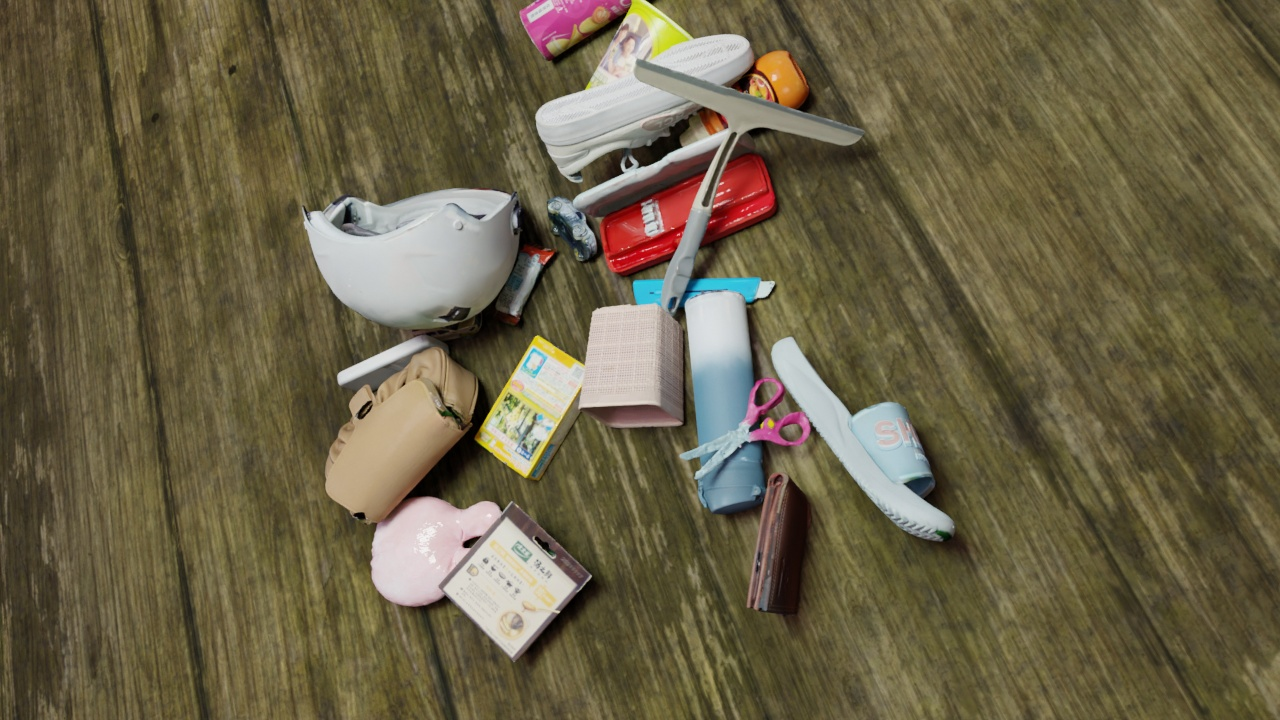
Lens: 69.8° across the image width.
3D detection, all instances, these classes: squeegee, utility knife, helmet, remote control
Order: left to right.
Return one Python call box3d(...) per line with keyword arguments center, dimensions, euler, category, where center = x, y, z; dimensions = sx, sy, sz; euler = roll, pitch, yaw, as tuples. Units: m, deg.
box3d(center=(-0.298, 0.005, 1.107), dimensions=(0.136, 0.056, 0.020), euler=(-23, 66, 17), category="remote control")
box3d(center=(-0.241, -0.114, 1.035), dimensions=(0.229, 0.258, 0.146), euler=(1, 106, 11), category="helmet")
box3d(center=(0.066, -0.074, 0.986), dimensions=(0.159, 0.018, 0.034), euler=(-1, 75, 23), category="utility knife")
box3d(center=(0.067, -0.157, 0.935), dimensions=(0.039, 0.246, 0.247), euler=(-111, 37, -56), category="squeegee")

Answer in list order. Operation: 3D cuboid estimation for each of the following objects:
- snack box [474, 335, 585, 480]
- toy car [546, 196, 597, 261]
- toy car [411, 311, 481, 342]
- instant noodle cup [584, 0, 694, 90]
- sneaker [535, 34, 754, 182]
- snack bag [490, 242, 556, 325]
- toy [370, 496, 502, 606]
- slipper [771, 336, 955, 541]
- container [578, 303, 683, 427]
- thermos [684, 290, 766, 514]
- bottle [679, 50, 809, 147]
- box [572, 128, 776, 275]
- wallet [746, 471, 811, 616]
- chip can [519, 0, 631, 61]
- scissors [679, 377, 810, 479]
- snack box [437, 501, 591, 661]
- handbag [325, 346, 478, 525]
box3d(center=(-0.115, 0.053, 1.025), dimensions=(0.087, 0.033, 0.140), euler=(31, 88, 28), category="snack box")
box3d(center=(-0.078, -0.154, 1.061), dimensions=(0.034, 0.043, 0.090), euler=(-27, 56, -22), category="toy car")
box3d(center=(-0.233, -0.045, 1.104), dimensions=(0.090, 0.035, 0.042), euler=(-10, 73, 19), category="toy car")
box3d(center=(-0.001, -0.327, 1.043), dimensions=(0.111, 0.111, 0.123), euler=(44, 104, 27), category="instant noodle cup")
box3d(center=(0.014, -0.262, 0.976), dimensions=(0.242, 0.091, 0.089), euler=(-24, 44, -2), category="sneaker")
box3d(center=(-0.139, -0.092, 1.078), dimensions=(0.048, 0.026, 0.104), euler=(21, 86, 34), category="snack bag")
box3d(center=(-0.224, 0.209, 1.018), dimensions=(0.160, 0.054, 0.121), euler=(-7, 73, 13), category="toy")
box3d(center=(0.208, 0.063, 0.840), dimensions=(0.074, 0.104, 0.245), euler=(-39, 57, 7), category="slipper")
box3d(center=(-0.006, 0.006, 0.957), dimensions=(0.090, 0.090, 0.110), euler=(-4, 72, 23), category="container")
box3d(center=(0.084, 0.041, 0.919), dimensions=(0.070, 0.070, 0.220), euler=(-11, 72, 21), category="thermos")
box3d(center=(0.108, -0.275, 1.002), dimensions=(0.150, 0.066, 0.066), euler=(-28, 66, 23), category="bottle")
box3d(center=(0.034, -0.175, 0.982), dimensions=(0.202, 0.101, 0.095), euler=(-21, 67, 18), category="box")
box3d(center=(0.128, 0.170, 0.842), dimensions=(0.032, 0.101, 0.124), euler=(5, 77, 23), category="wallet")
box3d(center=(-0.042, -0.448, 1.110), dimensions=(0.211, 0.071, 0.071), euler=(-27, 66, 16), category="chip can")
box3d(center=(0.093, 0.062, 0.872), dimensions=(0.137, 0.017, 0.083), euler=(-18, 79, -15), category="scissors")
box3d(center=(-0.126, 0.226, 0.951), dimensions=(0.113, 0.053, 0.126), euler=(42, 94, 7), category="snack box")
box3d(center=(-0.275, 0.081, 1.033), dimensions=(0.204, 0.100, 0.147), euler=(-47, 31, 5), category="handbag")
